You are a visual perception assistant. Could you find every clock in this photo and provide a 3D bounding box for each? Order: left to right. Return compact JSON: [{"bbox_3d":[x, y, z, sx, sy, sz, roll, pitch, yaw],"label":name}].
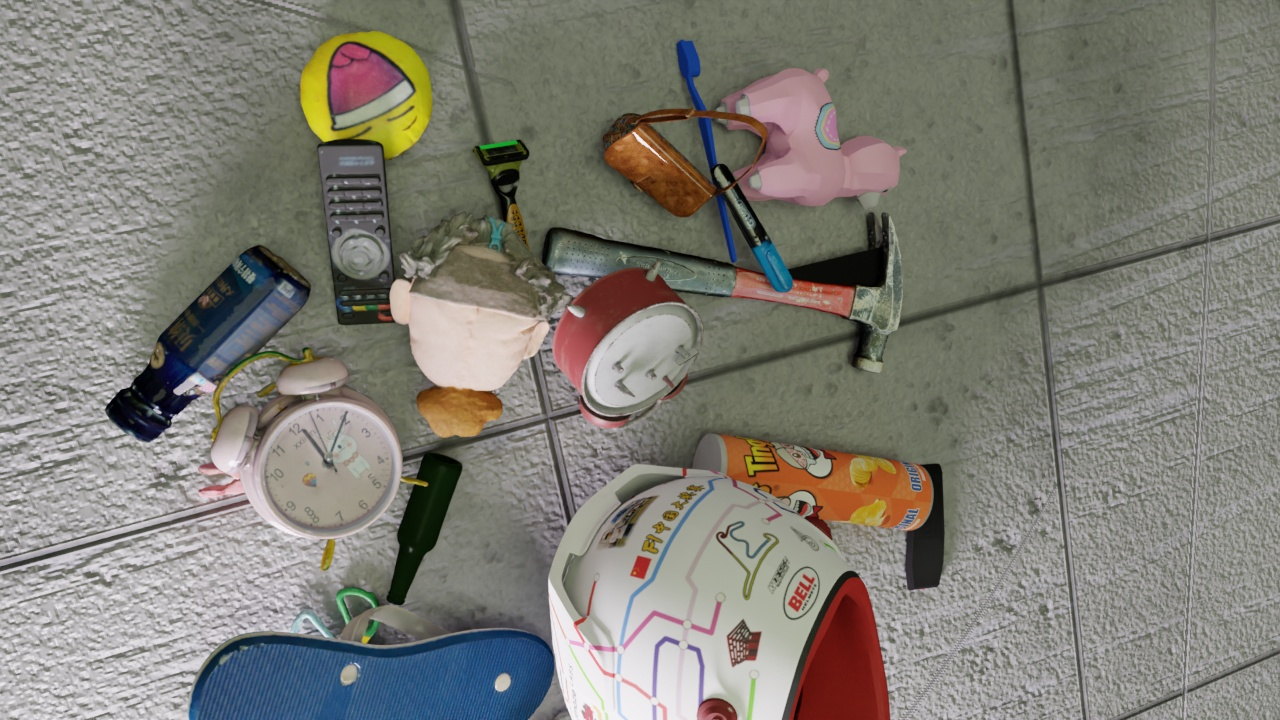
[{"bbox_3d":[-0.243,0.063,0.677,0.116,0.059,0.158,-41,110,-20],"label":"clock"},{"bbox_3d":[-0.004,0.004,0.727,0.109,0.062,0.157,-28,142,-18],"label":"clock"}]

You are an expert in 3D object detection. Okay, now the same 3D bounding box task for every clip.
[{"bbox_3d":[-0.304,0.095,0.694,0.059,0.023,0.039,-6,96,-18],"label":"clip"}]

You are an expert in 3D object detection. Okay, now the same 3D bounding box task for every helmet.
[{"bbox_3d":[0.053,0.231,0.717,0.230,0.236,0.315,-50,133,-38],"label":"helmet"}]

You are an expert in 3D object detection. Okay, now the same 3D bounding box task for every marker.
[{"bbox_3d":[0.092,-0.107,0.750,0.018,0.015,0.123,-38,110,-11],"label":"marker"}]

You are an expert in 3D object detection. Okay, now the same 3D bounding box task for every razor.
[{"bbox_3d":[-0.098,-0.100,0.728,0.044,0.021,0.144,-20,104,-36],"label":"razor"}]

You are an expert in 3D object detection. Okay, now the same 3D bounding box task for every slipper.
[{"bbox_3d":[-0.201,0.253,0.717,0.294,0.060,0.118,18,88,-39],"label":"slipper"}]

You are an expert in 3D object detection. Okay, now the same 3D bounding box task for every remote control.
[{"bbox_3d":[-0.208,-0.092,0.680,0.045,0.021,0.141,-3,118,-11],"label":"remote control"},{"bbox_3d":[0.278,0.162,0.891,0.039,0.010,0.125,-2,98,-17],"label":"remote control"}]

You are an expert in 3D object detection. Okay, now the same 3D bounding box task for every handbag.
[{"bbox_3d":[0.036,-0.147,0.671,0.093,0.196,0.043,39,79,-21],"label":"handbag"}]

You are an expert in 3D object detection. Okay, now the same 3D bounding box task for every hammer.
[{"bbox_3d":[0.079,-0.077,0.779,0.325,0.036,0.140,7,97,-19],"label":"hammer"}]

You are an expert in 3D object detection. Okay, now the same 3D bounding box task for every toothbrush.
[{"bbox_3d":[0.058,-0.171,0.751,0.011,0.017,0.186,-13,89,-23],"label":"toothbrush"}]

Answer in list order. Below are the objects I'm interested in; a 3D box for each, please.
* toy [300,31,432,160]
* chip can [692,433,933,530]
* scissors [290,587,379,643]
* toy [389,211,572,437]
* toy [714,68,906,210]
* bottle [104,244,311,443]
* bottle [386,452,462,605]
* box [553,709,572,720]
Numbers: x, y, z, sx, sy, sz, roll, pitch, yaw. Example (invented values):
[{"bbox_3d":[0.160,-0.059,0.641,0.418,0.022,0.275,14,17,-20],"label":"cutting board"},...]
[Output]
[{"bbox_3d":[-0.199,-0.193,0.672,0.095,0.041,0.094,-26,102,-5],"label":"toy"},{"bbox_3d":[0.154,0.109,0.817,0.210,0.062,0.062,10,95,-18],"label":"chip can"},{"bbox_3d":[-0.237,0.249,0.742,0.078,0.013,0.132,-18,105,-19],"label":"scissors"},{"bbox_3d":[-0.127,-0.024,0.700,0.132,0.076,0.176,14,105,-9],"label":"toy"},{"bbox_3d":[0.146,-0.182,0.770,0.157,0.067,0.123,-12,100,-20],"label":"toy"},{"bbox_3d":[-0.310,-0.011,0.658,0.160,0.056,0.056,-47,108,-5],"label":"bottle"},{"bbox_3d":[-0.177,0.136,0.734,0.033,0.033,0.123,19,93,-19],"label":"bottle"},{"bbox_3d":[-0.047,0.416,0.789,0.120,0.095,0.217,-28,111,-55],"label":"box"}]
